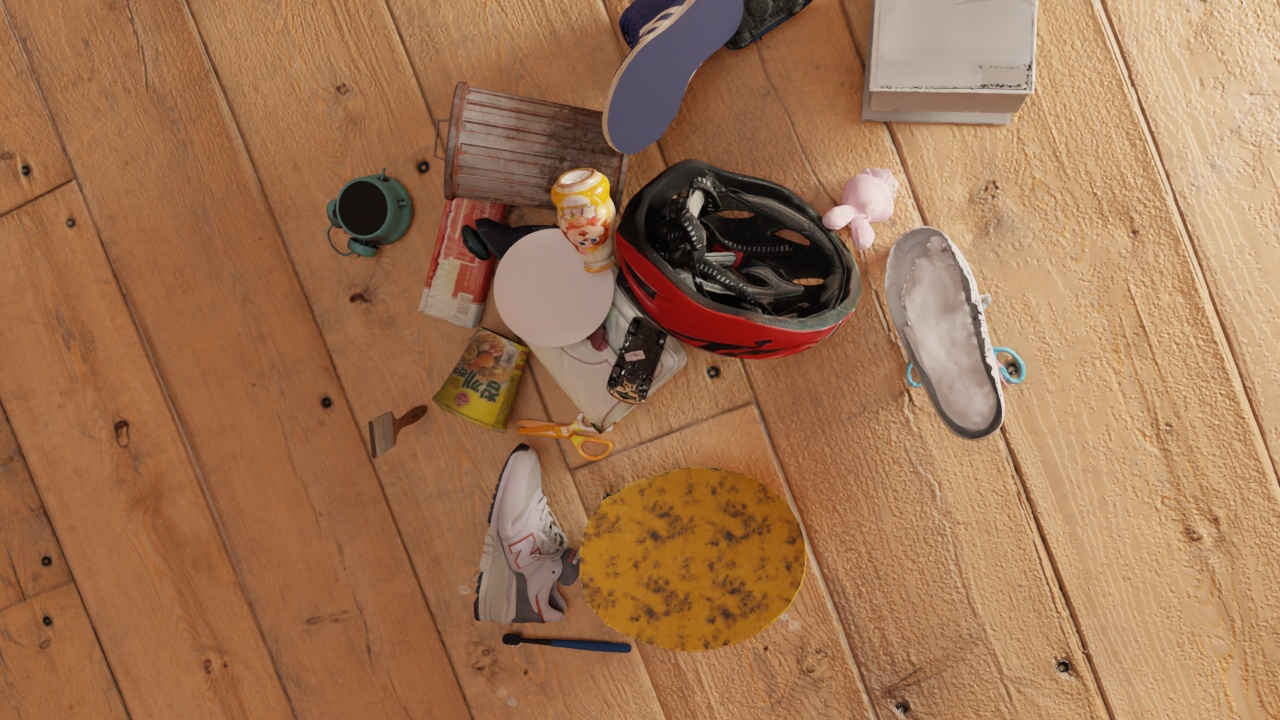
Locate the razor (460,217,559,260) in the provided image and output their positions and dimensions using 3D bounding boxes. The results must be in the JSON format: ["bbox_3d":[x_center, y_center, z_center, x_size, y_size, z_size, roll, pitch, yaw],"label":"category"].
[{"bbox_3d":[-0.142,-0.146,1.100,0.142,0.047,0.052,-5,128,-14],"label":"razor"}]

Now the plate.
[{"bbox_3d":[-0.097,-0.081,1.031,0.134,0.011,0.134,0,83,1],"label":"plate"}]

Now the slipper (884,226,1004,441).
[{"bbox_3d":[0.339,-0.032,1.011,0.112,0.074,0.246,-16,77,4],"label":"slipper"}]

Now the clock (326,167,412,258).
[{"bbox_3d":[-0.346,-0.181,1.150,0.124,0.053,0.090,-37,87,14],"label":"clock"}]

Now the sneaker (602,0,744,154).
[{"bbox_3d":[0.001,-0.331,1.013,0.118,0.091,0.232,24,74,46],"label":"sneaker"}]

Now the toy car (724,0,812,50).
[{"bbox_3d":[0.142,-0.398,1.041,0.120,0.043,0.056,-29,89,15],"label":"toy car"}]

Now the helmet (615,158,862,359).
[{"bbox_3d":[0.103,-0.099,1.000,0.272,0.216,0.167,19,143,-2],"label":"helmet"}]

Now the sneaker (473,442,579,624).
[{"bbox_3d":[-0.124,0.226,1.133,0.124,0.088,0.240,15,106,5],"label":"sneaker"}]

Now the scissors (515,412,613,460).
[{"bbox_3d":[-0.096,0.083,1.145,0.130,0.013,0.070,11,96,9],"label":"scissors"}]

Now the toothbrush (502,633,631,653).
[{"bbox_3d":[-0.094,0.361,1.167,0.168,0.014,0.014,2,61,8],"label":"toothbrush"}]

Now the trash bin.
[{"bbox_3d":[-0.125,-0.234,1.037,0.211,0.131,0.131,7,96,-8],"label":"trash bin"}]

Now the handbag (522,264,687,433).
[{"bbox_3d":[-0.058,-0.030,1.086,0.142,0.096,0.198,-41,87,10],"label":"handbag"}]

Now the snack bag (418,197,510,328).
[{"bbox_3d":[-0.211,-0.157,1.134,0.077,0.041,0.225,17,96,8],"label":"snack bag"}]

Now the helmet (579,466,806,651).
[{"bbox_3d":[0.070,0.241,1.065,0.256,0.131,0.205,-3,63,17],"label":"helmet"}]

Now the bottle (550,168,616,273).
[{"bbox_3d":[-0.056,-0.148,0.984,0.063,0.063,0.109,-8,124,11],"label":"bottle"}]

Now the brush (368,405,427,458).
[{"bbox_3d":[-0.292,0.075,1.116,0.008,0.142,0.045,0,103,12],"label":"brush"}]

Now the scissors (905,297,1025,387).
[{"bbox_3d":[0.368,-0.007,1.050,0.135,0.015,0.135,-45,79,8],"label":"scissors"}]

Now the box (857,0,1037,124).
[{"bbox_3d":[0.356,-0.359,1.125,0.169,0.403,0.172,5,95,11],"label":"box"}]

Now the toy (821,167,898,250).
[{"bbox_3d":[0.248,-0.171,1.027,0.063,0.047,0.109,43,59,-7],"label":"toy"}]

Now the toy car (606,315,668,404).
[{"bbox_3d":[-0.006,0.006,1.009,0.047,0.047,0.111,23,58,-4],"label":"toy car"}]

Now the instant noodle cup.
[{"bbox_3d":[-0.187,0.021,1.120,0.102,0.102,0.108,25,90,8],"label":"instant noodle cup"}]
